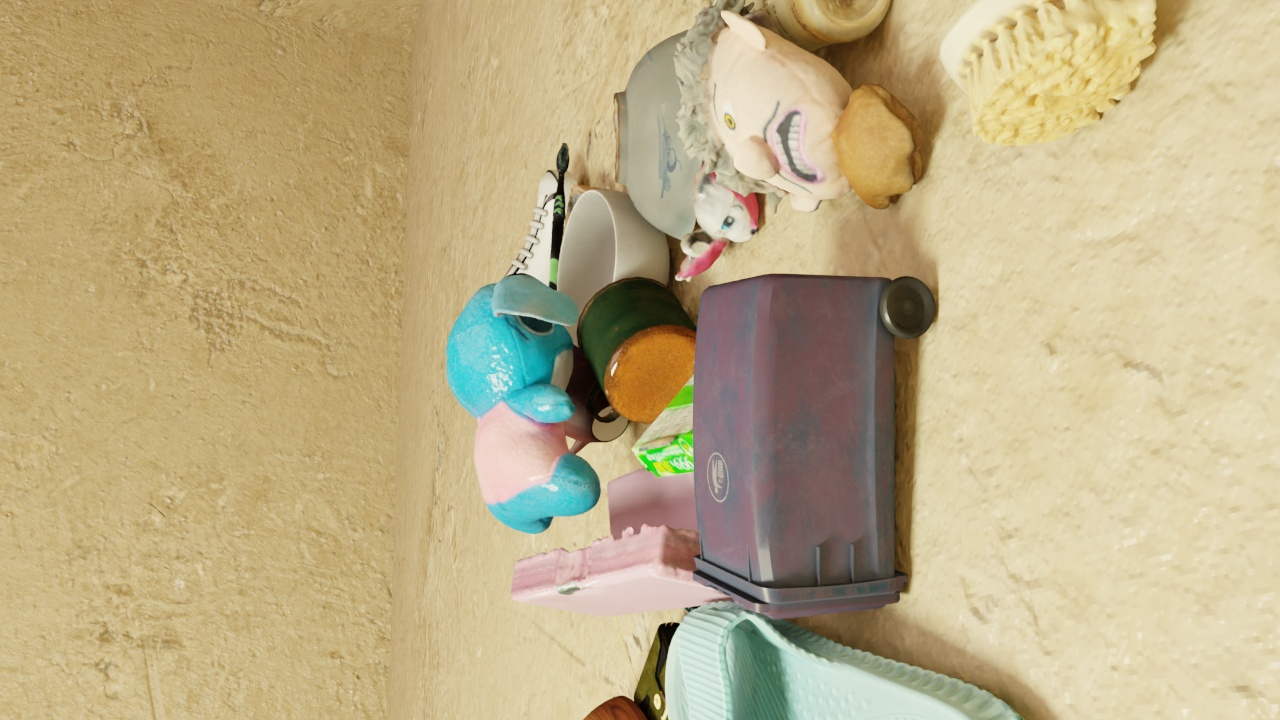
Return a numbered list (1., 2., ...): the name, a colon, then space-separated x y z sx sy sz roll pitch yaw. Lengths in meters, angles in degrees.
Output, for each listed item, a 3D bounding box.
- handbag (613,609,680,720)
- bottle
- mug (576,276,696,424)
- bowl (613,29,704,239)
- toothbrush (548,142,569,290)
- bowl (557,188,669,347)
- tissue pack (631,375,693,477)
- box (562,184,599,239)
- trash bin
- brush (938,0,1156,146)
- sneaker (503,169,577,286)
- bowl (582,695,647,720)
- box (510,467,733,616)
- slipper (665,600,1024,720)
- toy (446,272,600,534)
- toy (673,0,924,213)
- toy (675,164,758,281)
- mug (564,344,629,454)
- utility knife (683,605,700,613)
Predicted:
1. handbag: -0.001 0.203 0.704 0.178 0.027 0.084 -122 41 -52
2. bottle: 0.082 -0.208 0.548 0.162 0.056 0.056 -155 71 -69
3. mug: -0.004 0.004 0.679 0.111 0.085 0.081 -55 32 17
4. bowl: 0.009 -0.164 0.680 0.151 0.056 0.150 176 92 -85
5. toothbrush: -0.083 -0.148 0.935 0.017 0.014 0.187 108 165 -61
6. bowl: -0.017 -0.074 0.767 0.132 0.064 0.132 -177 90 -65
7. tissue pack: 0.046 0.027 0.559 0.099 0.034 0.114 -48 9 -21
8. box: -0.063 -0.060 0.912 0.157 0.063 0.217 -83 4 -74
9. trash bin: 0.080 0.041 0.459 0.094 0.092 0.161 178 92 -70
10. brush: 0.181 -0.197 0.296 0.077 0.062 0.273 49 129 41
11. sneaker: -0.125 -0.091 1.020 0.091 0.097 0.245 -144 61 -67
12. bowl: -0.027 0.326 0.664 0.147 0.068 0.147 172 90 -69
13. box: 0.000 0.107 0.625 0.233 0.099 0.115 -33 47 57
14. slipper: 0.070 0.181 0.440 0.277 0.069 0.116 -12 71 61
15. toy: -0.095 0.039 0.709 0.225 0.098 0.191 132 126 -62
16. toy: 0.077 -0.125 0.495 0.176 0.076 0.133 34 164 49
17. toy: 0.057 -0.096 0.615 0.065 0.050 0.102 -41 -28 -69
18. mug: -0.053 0.046 0.817 0.088 0.087 0.114 41 108 49
19. utility knife: 0.041 0.166 0.632 0.198 0.020 0.029 -160 78 -70
